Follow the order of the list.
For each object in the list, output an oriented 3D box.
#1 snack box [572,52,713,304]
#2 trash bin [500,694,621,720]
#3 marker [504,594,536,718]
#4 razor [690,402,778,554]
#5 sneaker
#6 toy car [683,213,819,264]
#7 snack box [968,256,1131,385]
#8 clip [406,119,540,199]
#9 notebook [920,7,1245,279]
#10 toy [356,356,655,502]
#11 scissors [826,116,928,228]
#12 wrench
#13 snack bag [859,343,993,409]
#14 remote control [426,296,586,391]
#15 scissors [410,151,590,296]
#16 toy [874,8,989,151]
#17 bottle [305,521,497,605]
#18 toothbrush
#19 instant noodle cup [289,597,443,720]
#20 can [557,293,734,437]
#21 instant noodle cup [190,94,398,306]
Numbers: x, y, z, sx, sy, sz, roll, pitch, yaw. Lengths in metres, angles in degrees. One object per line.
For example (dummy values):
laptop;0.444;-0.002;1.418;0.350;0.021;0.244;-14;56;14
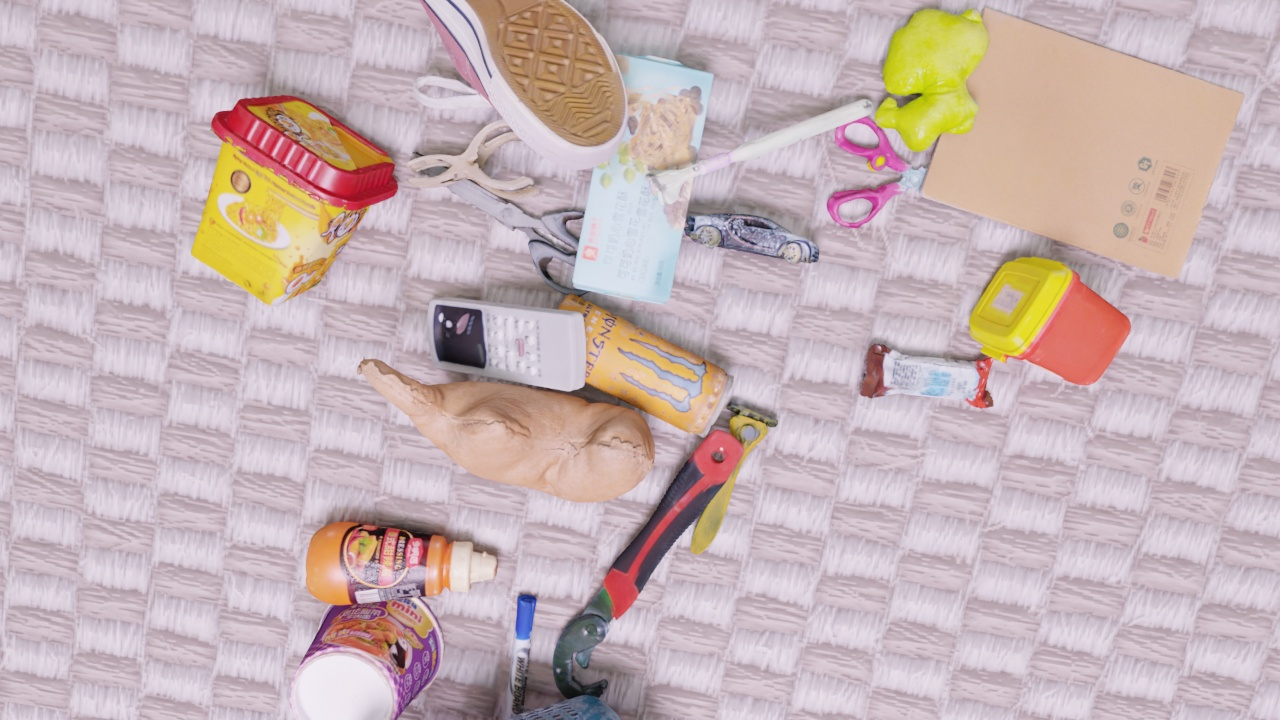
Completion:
snack box;0.000;-0.133;0.686;0.074;0.051;0.175;10;94;-4
trash bin;-0.093;0.363;0.695;0.194;0.227;0.226;-17;100;-28
marker;-0.105;0.271;0.783;0.017;0.017;0.146;8;100;1
razor;0.068;0.101;0.744;0.043;0.028;0.133;21;101;-5
sneaker;-0.093;-0.213;0.656;0.118;0.088;0.241;-29;68;-24
toy car;0.086;-0.095;0.699;0.105;0.049;0.031;12;101;-1
snack box;0.303;-0.026;0.682;0.080;0.091;0.082;29;99;-10
clip;-0.122;-0.160;0.702;0.102;0.035;0.095;18;86;9
notebook;0.332;-0.162;0.691;0.207;0.008;0.148;18;94;-1
toy;-0.100;0.052;0.686;0.226;0.144;0.082;14;72;-10
scissors;0.203;-0.132;0.704;0.135;0.017;0.108;24;92;-3
wrench;0.001;0.170;0.750;0.056;0.016;0.274;31;105;4
snack bag;0.228;0.013;0.722;0.105;0.026;0.045;6;108;2
remote control;-0.105;-0.014;0.696;0.150;0.021;0.058;7;105;34
scissors;-0.107;-0.106;0.723;0.175;0.014;0.133;-2;98;2
toy;0.214;-0.210;0.677;0.097;0.031;0.100;-22;84;12
bottle;-0.192;0.167;0.750;0.149;0.066;0.067;3;99;-5
toothbrush;0.091;-0.156;0.668;0.189;0.020;0.029;-24;73;-16
instant noodle cup;-0.224;0.251;0.744;0.111;0.099;0.111;0;98;1
can;-0.004;0.004;0.714;0.146;0.058;0.058;26;99;-2
instant noodle cup;-0.263;-0.117;0.685;0.116;0.116;0.124;34;110;-3
